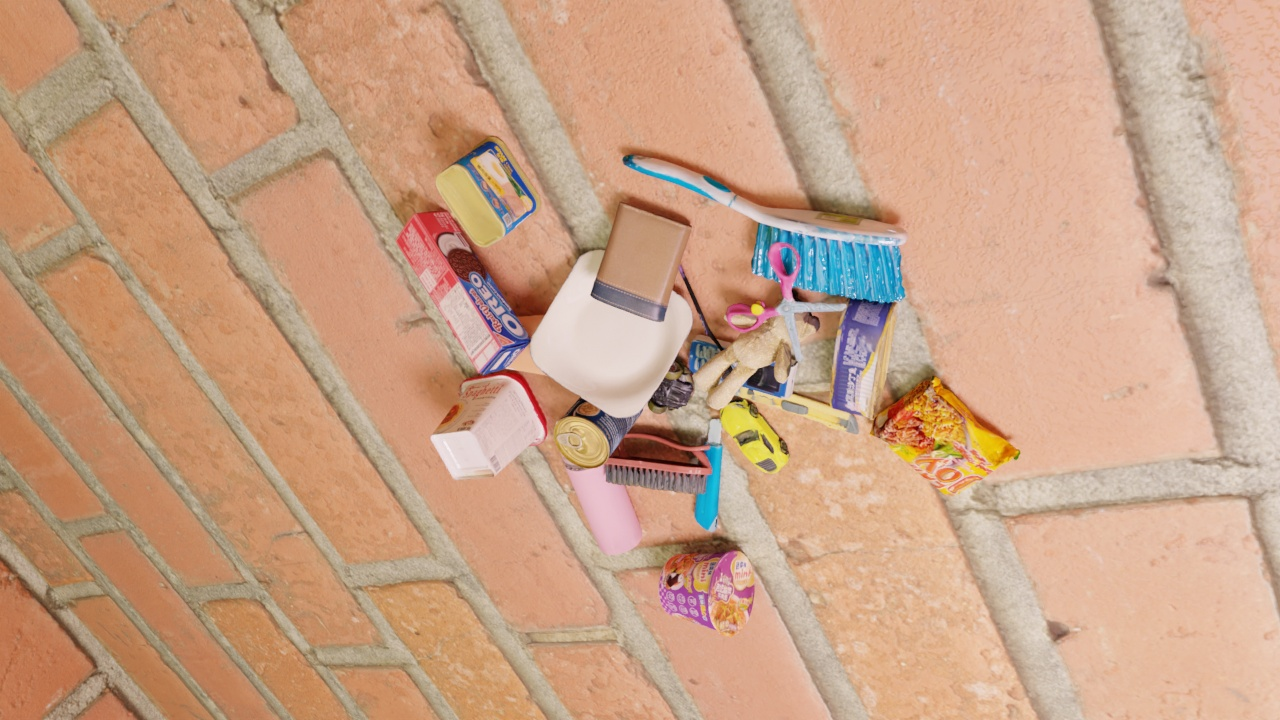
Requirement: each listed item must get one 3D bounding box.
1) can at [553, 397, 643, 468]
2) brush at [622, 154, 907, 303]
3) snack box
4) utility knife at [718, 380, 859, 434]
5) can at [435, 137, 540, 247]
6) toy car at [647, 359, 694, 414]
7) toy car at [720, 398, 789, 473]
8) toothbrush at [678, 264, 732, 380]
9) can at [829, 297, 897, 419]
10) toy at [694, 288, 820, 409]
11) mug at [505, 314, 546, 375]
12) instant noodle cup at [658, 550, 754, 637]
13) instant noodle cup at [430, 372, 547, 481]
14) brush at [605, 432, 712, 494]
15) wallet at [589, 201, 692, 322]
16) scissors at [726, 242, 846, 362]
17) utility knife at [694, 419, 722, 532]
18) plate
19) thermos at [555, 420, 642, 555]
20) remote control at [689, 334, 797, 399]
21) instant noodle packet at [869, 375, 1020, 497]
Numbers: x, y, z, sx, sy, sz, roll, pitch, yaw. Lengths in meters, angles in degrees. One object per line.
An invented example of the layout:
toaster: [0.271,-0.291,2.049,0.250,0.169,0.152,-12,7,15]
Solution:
can: [-0.049,0.073,1.142,0.075,0.110,0.075,14,125,20]
brush: [0.122,-0.140,0.949,0.315,0.060,0.110,13,121,22]
snack box: [-0.215,-0.083,1.108,0.058,0.057,0.207,-42,75,34]
utility knife: [0.169,0.049,1.078,0.183,0.019,0.031,20,123,20]
can: [-0.173,-0.190,1.042,0.057,0.083,0.102,-21,110,36]
toy car: [-0.007,0.007,1.118,0.158,0.042,0.070,30,129,11]
toy car: [0.136,0.094,1.112,0.048,0.032,0.105,-31,103,39]
toothbrush: [0.067,-0.051,1.038,0.017,0.014,0.189,-25,98,4]
can: [0.233,-0.002,0.963,0.049,0.074,0.148,15,137,20]
toy: [0.125,-0.009,1.005,0.157,0.066,0.105,-43,60,18]
mug: [-0.155,-0.021,1.159,0.123,0.078,0.078,3,123,32]
instant noodle cup: [0.085,0.309,1.242,0.099,0.111,0.111,-1,121,38]
instant noodle cup: [-0.205,0.092,1.226,0.117,0.123,0.117,-9,116,32]
brush: [0.026,0.130,1.170,0.146,0.063,0.069,3,88,33]
wallet: [0.000,-0.109,1.020,0.090,0.033,0.115,21,108,12]
scissors: [0.145,-0.059,0.936,0.134,0.017,0.134,1,114,32]
utility knife: [0.090,0.146,1.180,0.034,0.018,0.182,27,131,31]
plate: [-0.032,-0.030,1.073,0.163,0.034,0.164,33,95,14]
thermos: [-0.063,0.165,1.247,0.087,0.067,0.199,18,136,54]
remote control: [0.118,0.006,1.065,0.125,0.024,0.049,17,128,18]
instant noodle packet: [0.328,0.089,1.002,0.128,0.044,0.111,40,135,-3]
